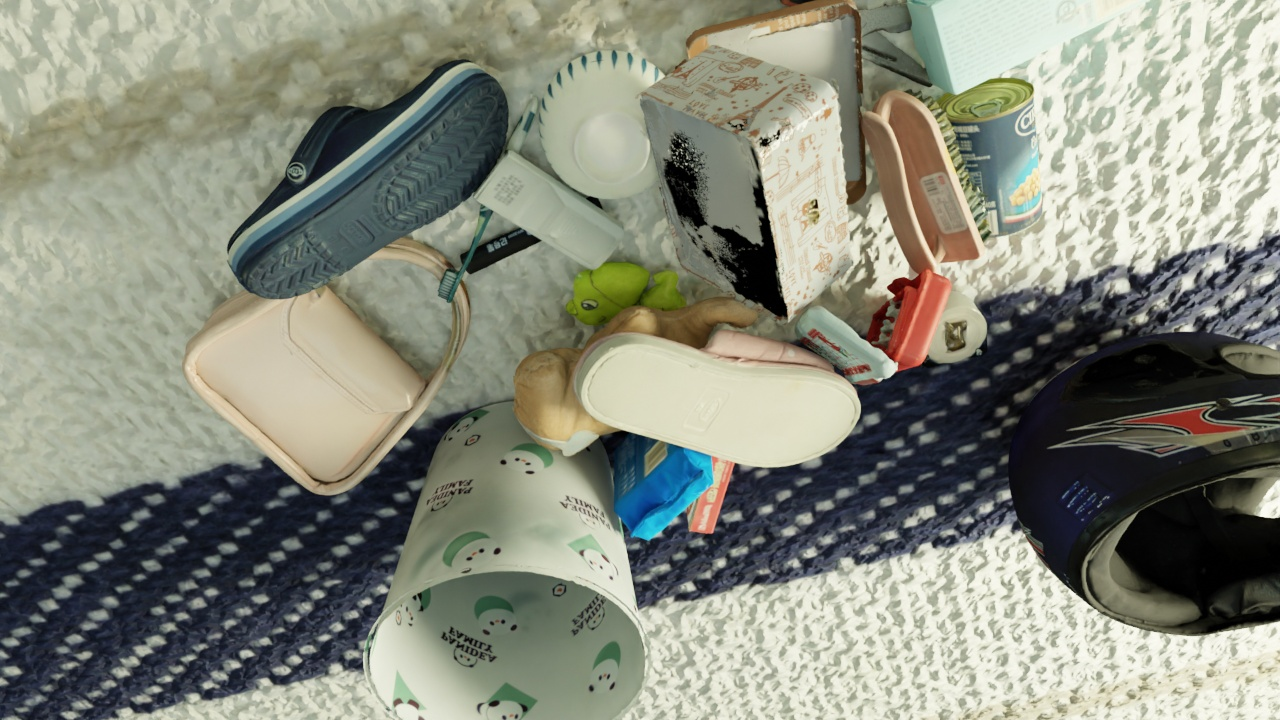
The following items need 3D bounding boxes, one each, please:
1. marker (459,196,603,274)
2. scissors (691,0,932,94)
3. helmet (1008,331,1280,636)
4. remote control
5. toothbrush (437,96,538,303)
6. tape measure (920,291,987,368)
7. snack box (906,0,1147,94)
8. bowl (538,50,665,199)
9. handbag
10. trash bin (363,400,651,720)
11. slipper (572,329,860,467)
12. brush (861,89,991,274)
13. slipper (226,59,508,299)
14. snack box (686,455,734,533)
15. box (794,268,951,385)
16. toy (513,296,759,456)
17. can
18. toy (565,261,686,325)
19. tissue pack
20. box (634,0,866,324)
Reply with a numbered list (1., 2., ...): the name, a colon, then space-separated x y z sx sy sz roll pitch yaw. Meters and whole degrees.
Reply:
1. marker: -0.094 -0.108 0.793 0.132 0.020 0.022 -23 137 9
2. scissors: 0.132 -0.259 0.716 0.226 0.015 0.189 -29 120 13
3. helmet: 0.499 0.089 0.827 0.316 0.239 0.247 -19 122 21
4. remote control: -0.073 -0.121 0.758 0.125 0.024 0.049 30 116 -27
5. toothbrush: -0.128 -0.132 0.763 0.018 0.016 0.192 22 110 -17
6. tape measure: 0.289 -0.030 0.864 0.066 0.033 0.066 -16 123 4
7. snack box: 0.295 -0.276 0.689 0.175 0.051 0.074 -26 120 6
8. bowl: -0.023 -0.178 0.725 0.116 0.066 0.117 -2 123 -3
9. handbag: -0.258 -0.012 0.817 0.234 0.093 0.193 -37 118 9
10. trash bin: -0.113 0.182 0.841 0.229 0.251 0.230 -2 122 -3
11. slipper: 0.068 0.027 0.780 0.274 0.054 0.114 11 120 -26
12. brush: 0.218 -0.141 0.719 0.072 0.063 0.146 -38 111 -28
13. slipper: -0.216 -0.146 0.721 0.253 0.105 0.095 -37 75 2
14. snack box: 0.072 0.089 0.899 0.025 0.075 0.153 8 122 -8
15. box: 0.182 -0.031 0.773 0.101 0.201 0.095 20 90 8
16. toy: -0.005 0.005 0.810 0.226 0.082 0.143 -26 157 -6
17. can: 0.286 -0.164 0.752 0.075 0.075 0.111 -17 123 6
18. toy: -0.013 -0.058 0.824 0.100 0.031 0.097 35 120 -30
19. tissue pack: 0.022 0.094 0.853 0.052 0.157 0.095 39 109 -18
20. box: 0.113 -0.164 0.711 0.184 0.154 0.183 -37 138 -18
